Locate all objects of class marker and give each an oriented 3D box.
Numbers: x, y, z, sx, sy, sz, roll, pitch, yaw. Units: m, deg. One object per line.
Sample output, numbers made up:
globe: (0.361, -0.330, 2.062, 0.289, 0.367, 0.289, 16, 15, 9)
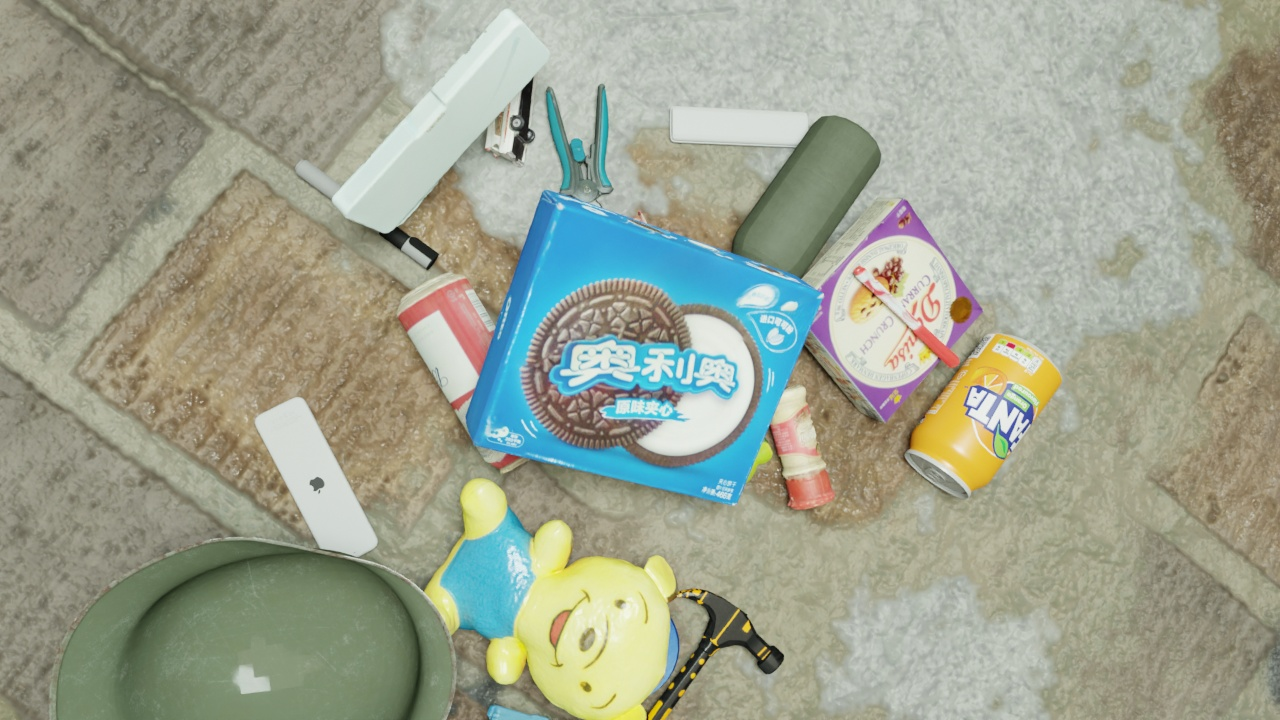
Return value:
marker: (0.234, -0.037, 0.801, 0.142, 0.013, 0.012, 38, 82, -24)
marker: (-0.238, -0.127, 0.796, 0.140, 0.016, 0.016, 37, 83, -5)

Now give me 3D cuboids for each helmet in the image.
helmet: (-0.271, 0.235, 0.704, 0.268, 0.154, 0.227, -7, 90, -3)

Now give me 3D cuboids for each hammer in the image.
hammer: (-0.014, 0.342, 0.799, 0.123, 0.036, 0.320, 39, 81, -1)

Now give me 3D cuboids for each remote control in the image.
remote control: (-0.276, 0.104, 0.784, 0.045, 0.008, 0.146, -27, 91, -9)
remote control: (0.092, -0.217, 0.849, 0.131, 0.012, 0.033, 0, 87, -8)

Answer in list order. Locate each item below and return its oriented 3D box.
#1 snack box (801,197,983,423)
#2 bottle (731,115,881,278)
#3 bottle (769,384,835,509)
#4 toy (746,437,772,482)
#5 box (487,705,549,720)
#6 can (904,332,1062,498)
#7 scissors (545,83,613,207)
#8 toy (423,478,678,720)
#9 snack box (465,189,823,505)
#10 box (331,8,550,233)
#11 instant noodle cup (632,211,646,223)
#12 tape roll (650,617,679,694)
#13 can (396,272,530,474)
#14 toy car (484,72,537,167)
snack box: (0.217, -0.045, 0.823, 0.143, 0.040, 0.148, -47, 113, -8)
bottle: (0.132, -0.119, 0.821, 0.071, 0.071, 0.206, 36, 83, -5)
bottle: (0.142, 0.078, 0.828, 0.044, 0.044, 0.109, -15, 89, -9)
toy: (0.079, 0.059, 0.824, 0.094, 0.036, 0.093, 23, 92, -5)
box: (-0.030, 0.375, 0.748, 0.231, 0.094, 0.102, 17, 112, -6)
can: (0.310, 0.049, 0.834, 0.079, 0.079, 0.142, 40, 83, -5)
scissors: (-0.053, -0.182, 0.825, 0.153, 0.019, 0.128, 42, 84, -6)
toy: (-0.070, 0.203, 0.758, 0.214, 0.084, 0.149, 24, 90, 8)
snack box: (0.004, -0.003, 0.729, 0.238, 0.056, 0.196, 16, 103, -21)
box: (-0.148, -0.182, 0.729, 0.197, 0.136, 0.049, -44, 93, 8)
instant noodle cup: (-0.035, -0.064, 0.789, 0.108, 0.097, 0.097, -20, 90, 0)
tape roll: (-0.014, 0.247, 0.794, 0.093, 0.016, 0.091, 28, 80, 14)
can: (-0.138, 0.010, 0.779, 0.067, 0.067, 0.170, -31, 92, -9)
toy car: (-0.113, -0.232, 0.811, 0.039, 0.039, 0.113, 5, 86, 13)
